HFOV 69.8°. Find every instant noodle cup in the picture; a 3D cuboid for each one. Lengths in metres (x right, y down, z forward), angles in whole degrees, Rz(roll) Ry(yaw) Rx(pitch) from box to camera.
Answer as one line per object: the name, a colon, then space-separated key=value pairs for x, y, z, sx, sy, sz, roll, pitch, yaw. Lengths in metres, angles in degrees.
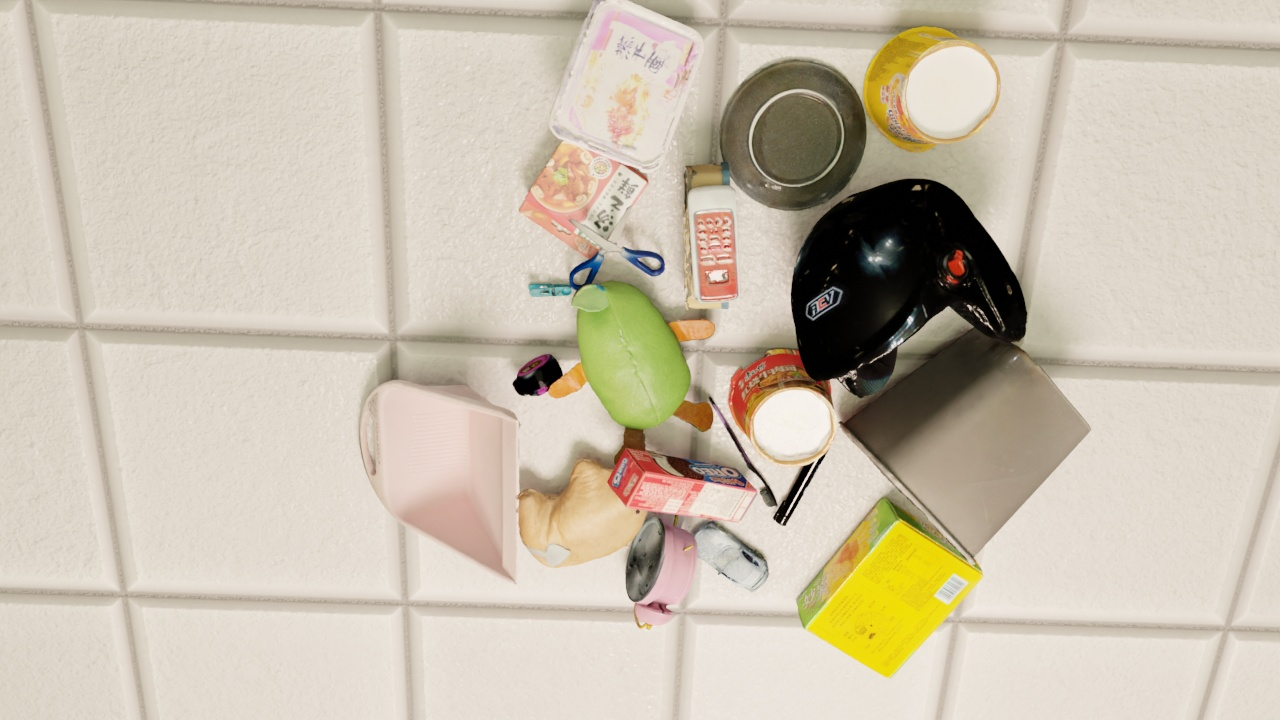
instant noodle cup: x=0.187 y=0.067 z=1.170 sx=0.138 sy=0.108 sz=0.138 roll=0 pitch=109 yaw=-1
instant noodle cup: x=-0.018 y=-0.308 z=1.044 sx=0.138 sy=0.060 sz=0.173 roll=21 pitch=85 yaw=-7
instant noodle cup: x=0.336 y=-0.307 z=1.043 sx=0.138 sy=0.109 sz=0.138 roll=0 pitch=110 yaw=-2

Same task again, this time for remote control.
remote control: x=0.085 y=-0.132 z=1.054 sx=0.056 sy=0.020 sz=0.136 roll=-3 pitch=110 yaw=4

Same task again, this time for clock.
clock: x=0.022 y=0.291 z=1.244 sx=0.059 sy=0.117 sz=0.159 roll=20 pitch=106 yaw=-19

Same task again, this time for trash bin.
trash bin: x=0.404 y=0.093 z=1.148 sx=0.220 sy=0.198 sz=0.199 roll=-44 pitch=106 yaw=5

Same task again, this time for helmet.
helmet: x=0.282 y=-0.083 z=1.045 sx=0.234 sy=0.273 sz=0.230 roll=-31 pitch=85 yaw=50

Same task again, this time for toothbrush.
toothbrush: x=0.137 y=0.126 z=1.241 sx=0.017 sy=0.014 sz=0.189 roll=-26 pitch=107 yaw=21

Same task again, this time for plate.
plate: x=0.185 y=-0.267 z=1.100 sx=0.179 sy=0.024 sz=0.179 roll=0 pitch=109 yaw=-1

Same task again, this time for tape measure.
tape measure: x=-0.129 y=0.021 z=1.178 sx=0.058 sy=0.056 sz=0.039 roll=-20 pitch=111 yaw=30

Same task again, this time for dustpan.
dustpan: x=-0.257 y=0.140 z=1.144 sx=0.138 sy=0.273 sz=0.223 roll=-6 pitch=108 yaw=-25

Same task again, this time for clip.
clip: x=-0.114 y=-0.089 z=1.161 sx=0.055 sy=0.038 sz=0.013 roll=-1 pitch=110 yaw=-11

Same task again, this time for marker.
marker: x=0.219 y=0.168 z=1.252 sx=0.022 sy=0.020 sz=0.132 roll=23 pitch=108 yaw=-8

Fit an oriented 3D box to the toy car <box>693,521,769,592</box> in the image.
toy car: x=0.125 y=0.275 z=1.280 sx=0.120 sy=0.036 sz=0.054 roll=38 pitch=105 yaw=-9

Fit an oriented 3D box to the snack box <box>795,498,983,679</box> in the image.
snack box: x=0.343 y=0.318 z=1.278 sx=0.157 sy=0.070 sz=0.210 roll=32 pitch=106 yaw=-11

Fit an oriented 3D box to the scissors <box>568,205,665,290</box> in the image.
scissors: x=-0.034 y=-0.130 z=1.107 sx=0.162 sy=0.012 sz=0.176 roll=11 pitch=146 yaw=-32

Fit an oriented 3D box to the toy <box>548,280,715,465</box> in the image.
toy: x=-0.007 y=0.007 z=1.157 sx=0.227 sy=0.090 sz=0.247 roll=-24 pitch=105 yaw=-7

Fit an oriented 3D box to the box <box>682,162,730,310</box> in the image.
box: x=0.080 y=-0.155 z=1.103 sx=0.059 sy=0.089 sz=0.184 roll=2 pitch=113 yaw=3

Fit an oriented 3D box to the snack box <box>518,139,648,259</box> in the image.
snack box: x=-0.071 y=-0.198 z=1.110 sx=0.113 sy=0.044 sz=0.127 roll=33 pitch=106 yaw=-11

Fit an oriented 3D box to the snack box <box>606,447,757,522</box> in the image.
snack box: x=0.057 y=0.164 z=1.181 sx=0.207 sy=0.057 sz=0.058 roll=16 pitch=110 yaw=-39

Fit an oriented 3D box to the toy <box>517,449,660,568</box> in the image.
toy: x=-0.056 y=0.196 z=1.228 sx=0.226 sy=0.082 sz=0.143 roll=-29 pitch=117 yaw=6
